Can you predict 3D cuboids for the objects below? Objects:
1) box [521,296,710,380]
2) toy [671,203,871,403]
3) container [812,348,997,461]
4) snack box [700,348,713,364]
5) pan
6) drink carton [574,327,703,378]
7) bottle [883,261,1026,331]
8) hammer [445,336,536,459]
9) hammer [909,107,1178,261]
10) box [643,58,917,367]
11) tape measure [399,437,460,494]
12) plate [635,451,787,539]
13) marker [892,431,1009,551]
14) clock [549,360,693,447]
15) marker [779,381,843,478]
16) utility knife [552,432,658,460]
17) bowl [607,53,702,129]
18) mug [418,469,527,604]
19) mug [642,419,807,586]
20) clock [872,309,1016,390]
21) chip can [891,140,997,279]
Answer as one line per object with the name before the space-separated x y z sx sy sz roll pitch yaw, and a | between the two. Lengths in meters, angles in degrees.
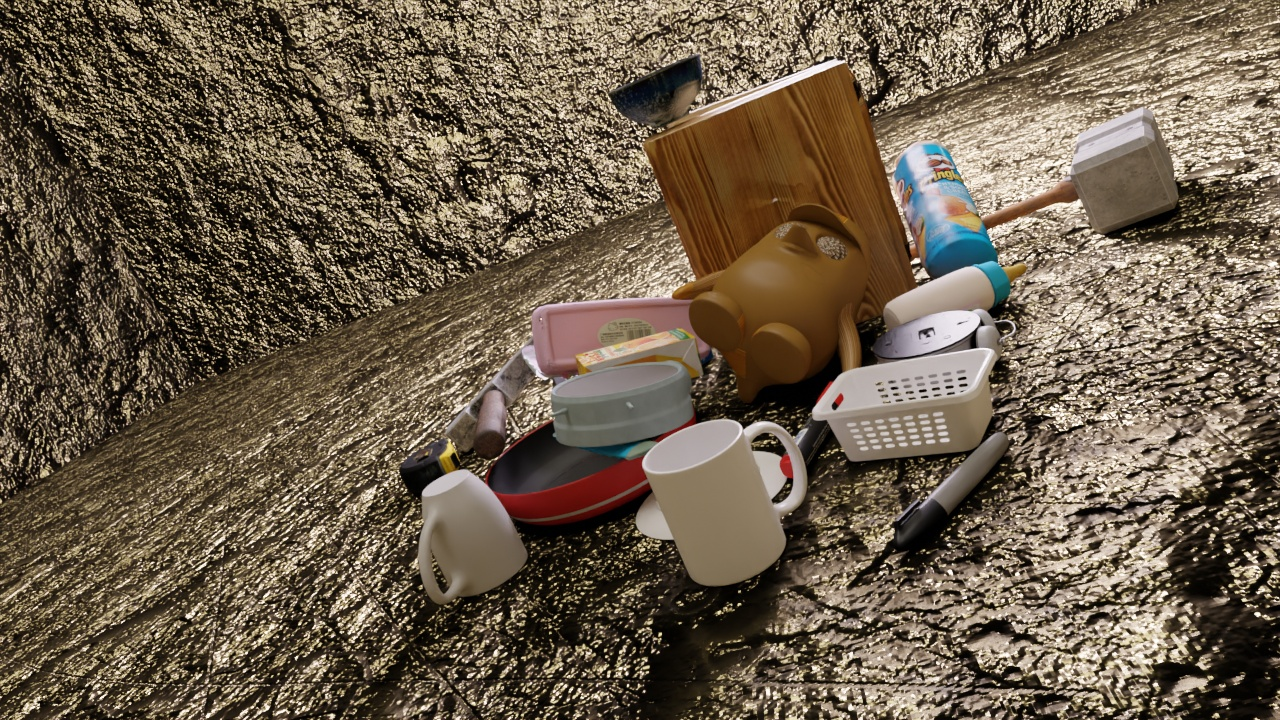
box | -0.029 -0.019 1.022 0.201 0.088 0.095 -5 -8 -23
toy | 0.157 -0.074 0.913 0.199 0.163 0.202 29 58 21
container | 0.207 0.037 0.704 0.129 0.049 0.080 -11 19 37
snack box | 0.004 0.015 1.110 0.151 0.034 0.087 -30 17 -26
pan | -0.060 0.071 0.945 0.209 0.067 0.356 -24 15 -5
drink carton | -0.005 0.005 0.927 0.122 0.041 0.058 -15 14 -9
bottle | 0.310 -0.061 0.891 0.146 0.051 0.051 -24 15 -5
hammer | -0.141 0.036 1.032 0.217 0.037 0.300 -47 10 0
hammer | 0.441 -0.175 1.075 0.319 0.083 0.162 -22 13 35
box | 0.175 -0.185 1.081 0.257 0.279 0.215 -19 14 11
tape measure | -0.248 0.125 1.084 0.071 0.042 0.072 -24 17 -17
plate | 0.057 0.106 0.762 0.134 0.011 0.134 -21 15 6
marker | 0.206 0.082 0.605 0.138 0.022 0.016 -34 9 -32
clock | -0.013 0.034 0.814 0.123 0.045 0.159 -7 12 21
marker | 0.149 0.056 0.778 0.023 0.021 0.144 11 30 25
utility knife | -0.038 0.071 0.810 0.031 0.015 0.174 -28 17 -26
bowl | 0.026 -0.305 1.063 0.114 0.061 0.114 -23 16 7
mug | -0.153 0.149 0.765 0.071 0.089 0.107 -15 17 28
mug | 0.067 0.090 0.646 0.110 0.090 0.074 -28 16 -17
clock | 0.269 -0.012 0.815 0.123 0.035 0.094 -17 16 19
chip can | 0.341 -0.165 1.044 0.080 0.080 0.229 -18 35 17
